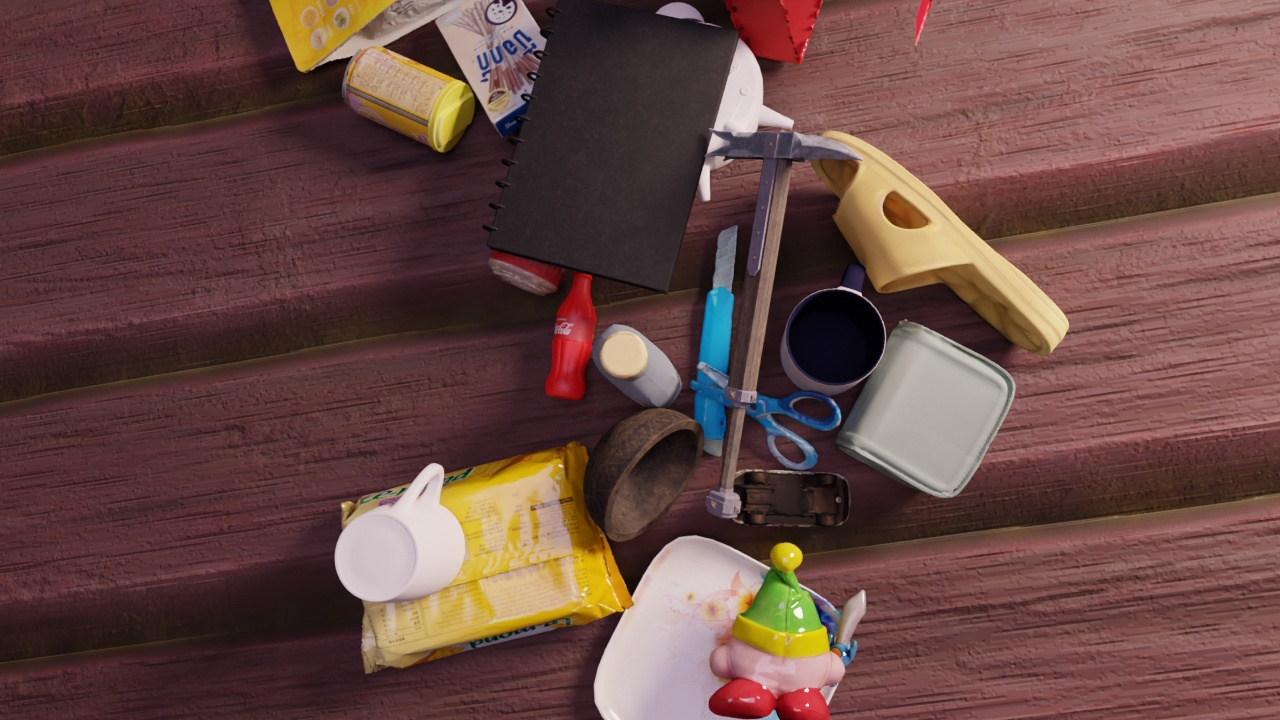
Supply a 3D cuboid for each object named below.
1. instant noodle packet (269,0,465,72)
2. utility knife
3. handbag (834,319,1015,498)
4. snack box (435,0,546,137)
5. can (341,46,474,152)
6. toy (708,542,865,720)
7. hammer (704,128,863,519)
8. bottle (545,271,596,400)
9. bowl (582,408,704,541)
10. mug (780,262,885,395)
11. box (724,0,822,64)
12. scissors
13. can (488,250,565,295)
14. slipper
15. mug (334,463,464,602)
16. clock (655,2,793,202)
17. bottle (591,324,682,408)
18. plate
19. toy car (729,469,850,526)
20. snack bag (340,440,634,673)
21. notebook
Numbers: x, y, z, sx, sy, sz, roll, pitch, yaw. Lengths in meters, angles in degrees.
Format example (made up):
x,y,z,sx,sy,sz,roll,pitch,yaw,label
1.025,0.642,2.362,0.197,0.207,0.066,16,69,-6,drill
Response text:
x,y,z,sx,sy,sz,roll,pitch,yaw,label
-0.263,-0.394,0.882,0.222,0.084,0.163,-27,82,9,instant noodle packet
0.070,-0.019,0.825,0.031,0.015,0.209,6,88,6,utility knife
0.237,0.042,0.772,0.106,0.067,0.122,29,88,0,handbag
-0.127,-0.284,0.851,0.082,0.026,0.150,-31,64,3,snack box
-0.215,-0.244,0.858,0.105,0.067,0.067,26,87,9,can
0.121,0.224,0.741,0.124,0.097,0.131,7,61,5,toy
0.092,-0.024,0.737,0.147,0.028,0.317,16,102,47,hammer
-0.060,-0.025,0.830,0.036,0.036,0.119,8,84,7,bottle
-0.007,0.087,0.777,0.056,0.121,0.121,35,88,29,bowl
0.165,-0.029,0.774,0.079,0.097,0.112,19,86,8,mug
0.134,-0.390,0.711,0.124,0.316,0.211,20,85,-3,box
0.107,0.033,0.790,0.141,0.014,0.091,37,127,6,scissors
-0.077,-0.146,0.830,0.067,0.067,0.170,22,86,8,can
0.234,-0.084,0.774,0.263,0.099,0.078,40,91,5,slipper
-0.187,0.137,0.732,0.081,0.087,0.114,18,86,9,mug
0.045,-0.239,0.823,0.125,0.073,0.161,-41,81,1,clock
-0.004,0.004,0.757,0.072,0.161,0.046,41,89,9,bottle
0.069,0.262,0.793,0.187,0.016,0.187,27,87,9,plate
0.127,0.120,0.794,0.112,0.040,0.048,4,84,-11,toy car
-0.142,0.171,0.802,0.247,0.068,0.159,-16,81,4,snack bag
-0.028,-0.188,0.784,0.169,0.019,0.231,15,86,8,notebook
